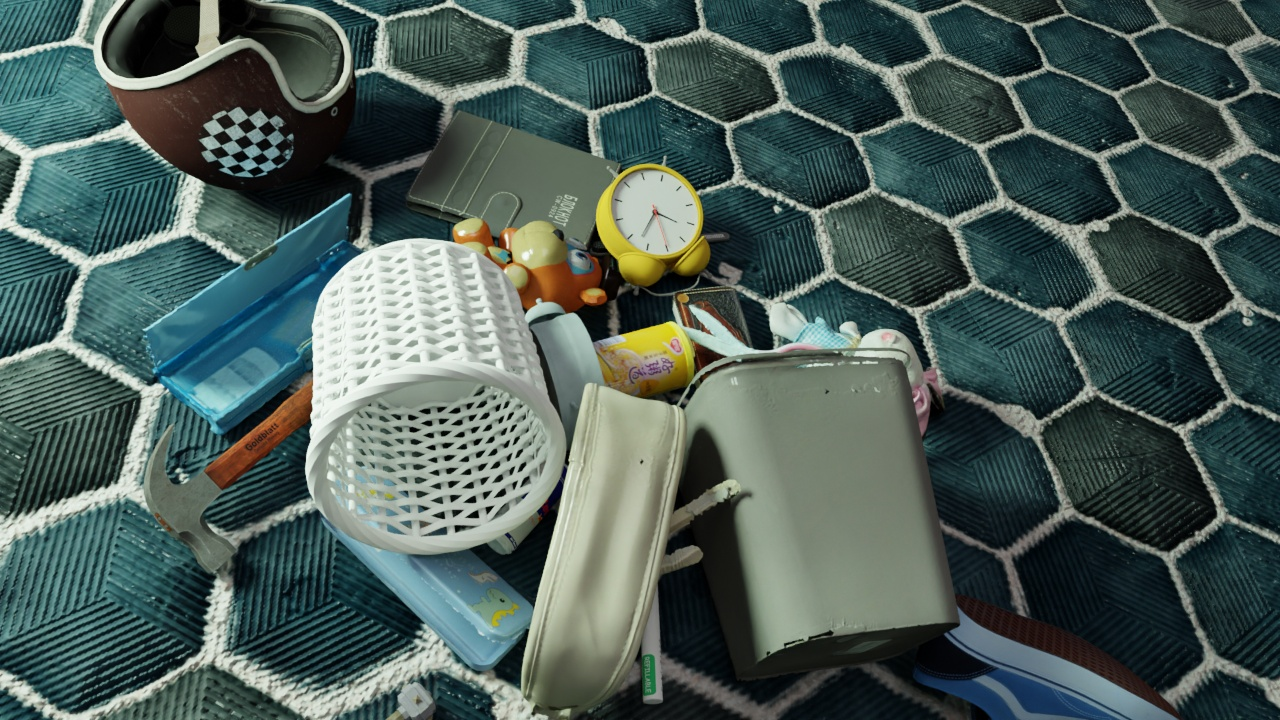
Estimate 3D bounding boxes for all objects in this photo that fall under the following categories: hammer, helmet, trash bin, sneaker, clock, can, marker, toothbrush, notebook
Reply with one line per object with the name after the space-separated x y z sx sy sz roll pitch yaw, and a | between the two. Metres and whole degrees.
-0.303 0.041 0.822 0.111 0.028 0.299 52 50 -13 | hammer
-0.410 -0.304 0.923 0.234 0.254 0.233 -33 59 -2 | helmet
0.141 0.133 0.765 0.197 0.198 0.219 -3 62 -14 | trash bin
-0.278 0.334 0.636 0.316 0.028 0.147 -35 68 -29 | hammer
0.334 0.280 0.776 0.241 0.098 0.083 23 15 -12 | sneaker
-0.072 0.013 0.848 0.045 0.123 0.159 -16 46 -16 | clock
-0.098 0.129 0.812 0.032 0.032 0.095 33 56 13 | can
0.008 0.215 0.780 0.017 0.017 0.145 3 55 -8 | marker
-0.005 0.005 0.896 0.105 0.068 0.067 -15 59 -20 | can
0.016 -0.143 0.999 0.113 0.052 0.152 -15 81 -20 | clock
0.024 -0.132 1.035 0.167 0.013 0.012 -8 57 -18 | toothbrush
-0.141 -0.200 1.044 0.209 0.030 0.169 16 53 3 | notebook

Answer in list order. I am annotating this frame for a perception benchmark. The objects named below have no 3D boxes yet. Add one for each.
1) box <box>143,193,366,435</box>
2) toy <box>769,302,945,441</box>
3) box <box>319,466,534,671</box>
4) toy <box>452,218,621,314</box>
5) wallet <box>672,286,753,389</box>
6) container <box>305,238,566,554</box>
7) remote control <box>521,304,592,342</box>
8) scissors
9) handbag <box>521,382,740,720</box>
-0.333 -0.053 0.850 0.094 0.110 0.230 35 56 16 | box
0.224 -0.007 0.926 0.205 0.106 0.130 36 54 13 | toy
-0.177 0.160 0.758 0.210 0.064 0.069 38 55 16 | box
-0.106 -0.091 0.929 0.176 0.096 0.112 20 25 -23 | toy
0.080 -0.022 0.961 0.072 0.019 0.123 -7 56 -10 | wallet
-0.171 0.026 0.749 0.189 0.190 0.186 -6 39 -15 | container
-0.108 -0.031 0.938 0.124 0.009 0.046 24 54 7 | remote control
0.104 0.014 0.908 0.179 0.108 0.016 22 13 5 | scissors
-0.014 0.153 0.721 0.132 0.184 0.228 17 52 -4 | handbag
